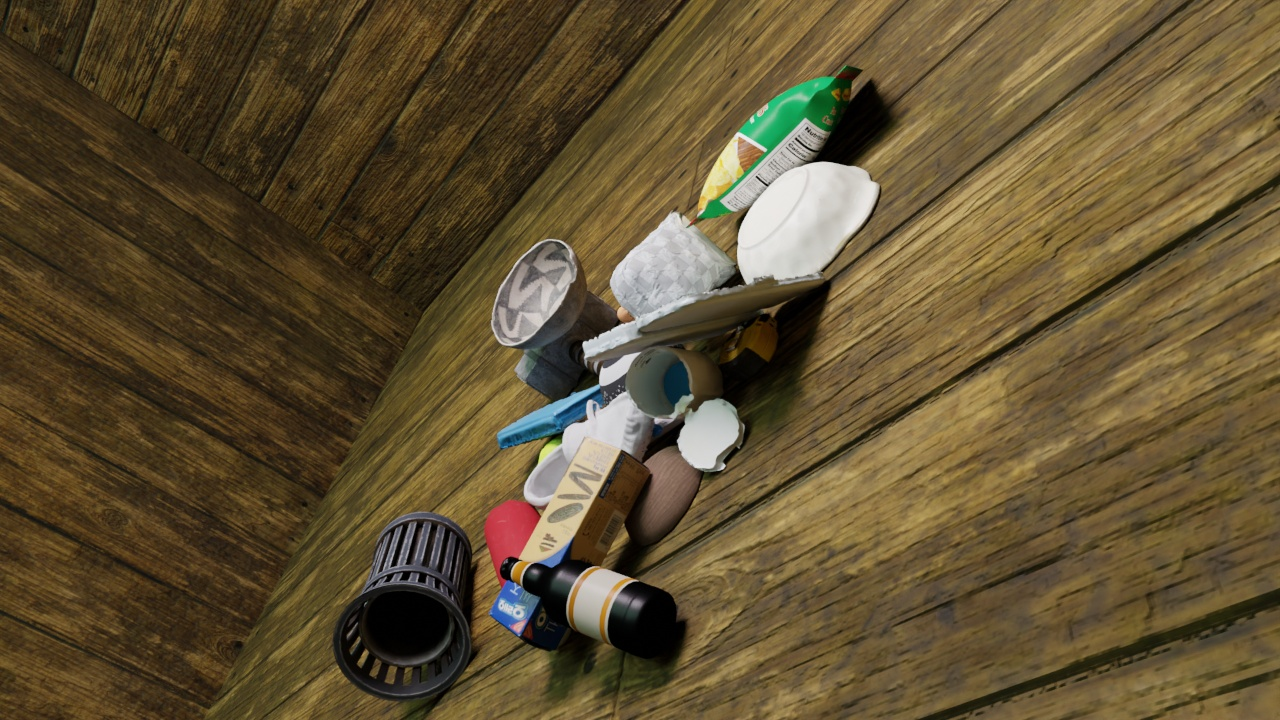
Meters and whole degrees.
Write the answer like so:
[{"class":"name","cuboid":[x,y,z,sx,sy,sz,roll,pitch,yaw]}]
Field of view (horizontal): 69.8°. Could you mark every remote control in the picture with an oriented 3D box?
[{"class":"remote control","cuboid":[0.015,0.083,1.063,0.131,0.012,0.033,-38,17,41]}]

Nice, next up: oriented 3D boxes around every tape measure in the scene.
[{"class":"tape measure","cuboid":[0.111,-0.013,0.956,0.066,0.037,0.064,-28,32,53]}]

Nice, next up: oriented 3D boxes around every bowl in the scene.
[{"class":"bowl","cuboid":[-0.138,-0.087,1.377,0.179,0.081,0.178,-27,46,32]},{"class":"bowl","cuboid":[0.016,0.133,0.949,0.118,0.030,0.117,-47,20,23]},{"class":"bowl","cuboid":[0.168,-0.156,1.029,0.220,0.060,0.188,-23,36,58]},{"class":"bowl","cuboid":[-0.007,0.007,1.127,0.120,0.066,0.120,-40,15,12]}]

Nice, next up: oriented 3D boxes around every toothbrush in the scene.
[{"class":"toothbrush","cuboid":[-0.001,0.073,1.079,0.016,0.014,0.167,-49,11,-7]}]

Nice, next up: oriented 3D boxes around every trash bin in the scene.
[{"class":"trash bin","cuboid":[-0.302,0.313,1.226,0.164,0.164,0.227,-52,15,10]}]

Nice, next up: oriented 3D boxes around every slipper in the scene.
[{"class":"slipper","cuboid":[-0.060,0.109,1.074,0.248,0.074,0.112,-43,48,42]}]

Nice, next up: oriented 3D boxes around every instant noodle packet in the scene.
[{"class":"instant noodle packet","cuboid":[0.167,-0.262,1.124,0.253,0.090,0.195,-44,-1,24]}]

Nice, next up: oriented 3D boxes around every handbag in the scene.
[{"class":"handbag","cuboid":[0.028,-0.092,1.110,0.124,0.112,0.171,-47,1,42]}]

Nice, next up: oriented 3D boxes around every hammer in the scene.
[{"class":"hammer","cuboid":[-0.075,-0.005,1.355,0.177,0.079,0.326,-56,24,-3]}]

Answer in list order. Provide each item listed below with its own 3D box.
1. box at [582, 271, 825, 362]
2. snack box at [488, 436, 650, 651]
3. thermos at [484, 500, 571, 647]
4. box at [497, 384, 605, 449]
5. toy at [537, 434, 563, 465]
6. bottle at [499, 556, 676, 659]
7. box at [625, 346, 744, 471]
[{"class":"box","cuboid":[0.066,-0.045,0.937,0.208,0.037,0.189,-13,-4,-42]},{"class":"snack box","cuboid":[-0.070,0.181,0.917,0.056,0.057,0.206,16,73,45]},{"class":"thermos","cuboid":[-0.124,0.242,1.039,0.073,0.073,0.240,-53,26,5]},{"class":"box","cuboid":[-0.121,0.090,1.281,0.093,0.052,0.232,-32,5,-31]},{"class":"toy","cuboid":[-0.097,0.130,1.210,0.115,0.046,0.091,-31,30,36]},{"class":"bottle","cuboid":[-0.056,0.210,0.824,0.182,0.059,0.059,10,62,37]},{"class":"box","cuboid":[0.060,0.049,0.951,0.080,0.150,0.106,-46,-21,16]}]
